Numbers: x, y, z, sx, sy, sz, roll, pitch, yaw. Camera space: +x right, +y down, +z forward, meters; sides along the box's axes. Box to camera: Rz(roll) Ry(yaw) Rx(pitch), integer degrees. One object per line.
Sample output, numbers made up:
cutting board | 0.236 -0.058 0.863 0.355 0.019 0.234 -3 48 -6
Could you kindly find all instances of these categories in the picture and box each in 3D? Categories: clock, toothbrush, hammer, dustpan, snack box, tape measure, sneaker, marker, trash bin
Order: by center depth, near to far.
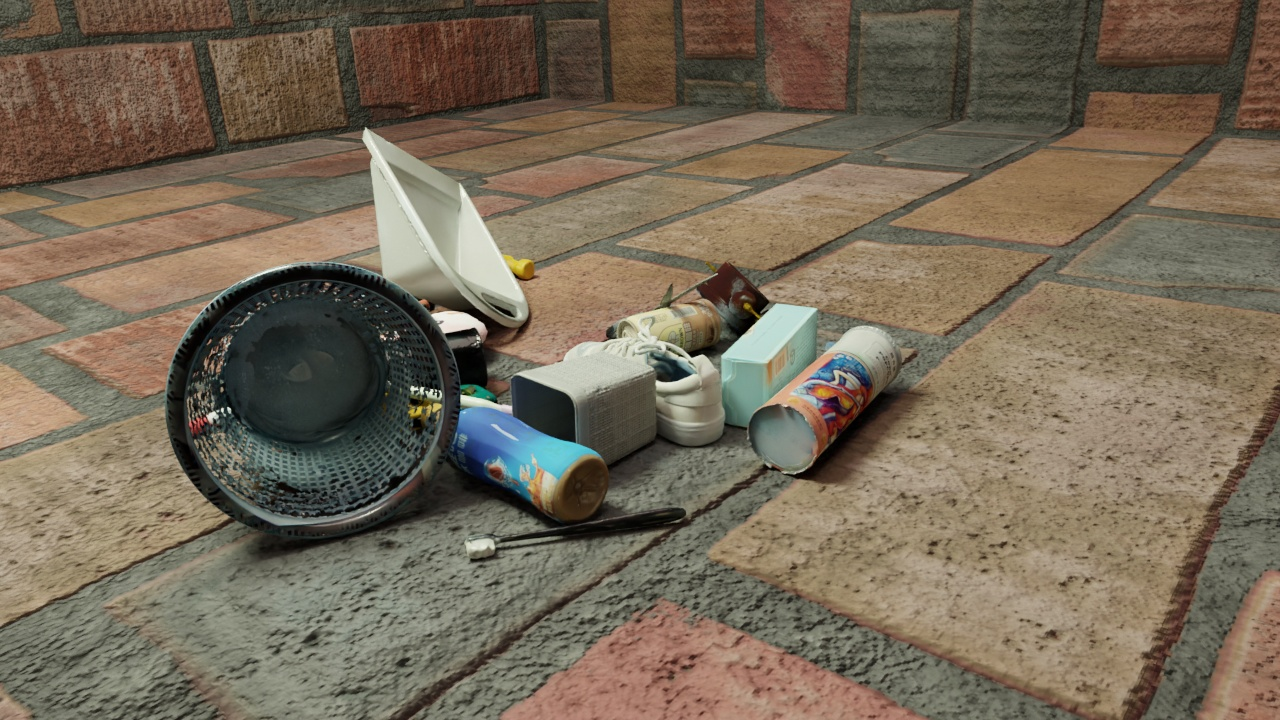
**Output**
toothbrush | -0.051 0.137 0.738 0.181 0.016 0.018 -8 29 -10
trash bin | -0.292 0.023 0.824 0.226 0.226 0.195 -12 12 -21
toothbrush | -0.173 0.046 0.926 0.189 0.020 0.029 12 -6 10
tape measure | -0.243 0.052 0.949 0.057 0.029 0.060 -8 38 -21
sneaker | -0.006 0.006 0.953 0.089 0.091 0.242 -17 26 -33
snack box | 0.138 0.003 0.962 0.052 0.074 0.174 9 25 26
tape measure | -0.185 0.043 0.969 0.054 0.025 0.058 -19 27 -36
marker | -0.427 0.050 0.994 0.017 0.017 0.144 13 28 34
clock | 0.122 -0.072 1.130 0.082 0.055 0.122 35 12 -47
dustpan | -0.236 -0.161 1.207 0.143 0.257 0.222 -8 -12 22
hammer | -0.295 -0.106 1.332 0.129 0.033 0.299 12 27 33

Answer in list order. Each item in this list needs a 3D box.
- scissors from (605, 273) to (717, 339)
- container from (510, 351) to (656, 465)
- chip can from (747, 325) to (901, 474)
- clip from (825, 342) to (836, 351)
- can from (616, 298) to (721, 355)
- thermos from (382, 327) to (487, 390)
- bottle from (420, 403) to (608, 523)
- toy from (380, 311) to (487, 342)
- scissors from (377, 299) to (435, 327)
scissors | 0.029 -0.064 1.108 0.181 0.014 0.159 -25 -10 23
container | -0.048 0.047 0.863 0.090 0.090 0.114 18 28 40
chip can | 0.182 0.033 0.888 0.071 0.071 0.214 12 27 32
clip | 0.216 0.001 1.030 0.027 0.043 0.058 9 33 20
can | 0.035 -0.034 1.083 0.116 0.058 0.058 -16 26 -28
thermos | -0.295 0.012 0.997 0.242 0.068 0.090 -10 30 -17
bottle | -0.123 0.080 0.819 0.219 0.065 0.065 19 31 41
toy | -0.265 -0.020 1.097 0.159 0.054 0.121 -22 21 -26
scissors | -0.312 -0.045 1.124 0.188 0.015 0.228 -27 7 -32
